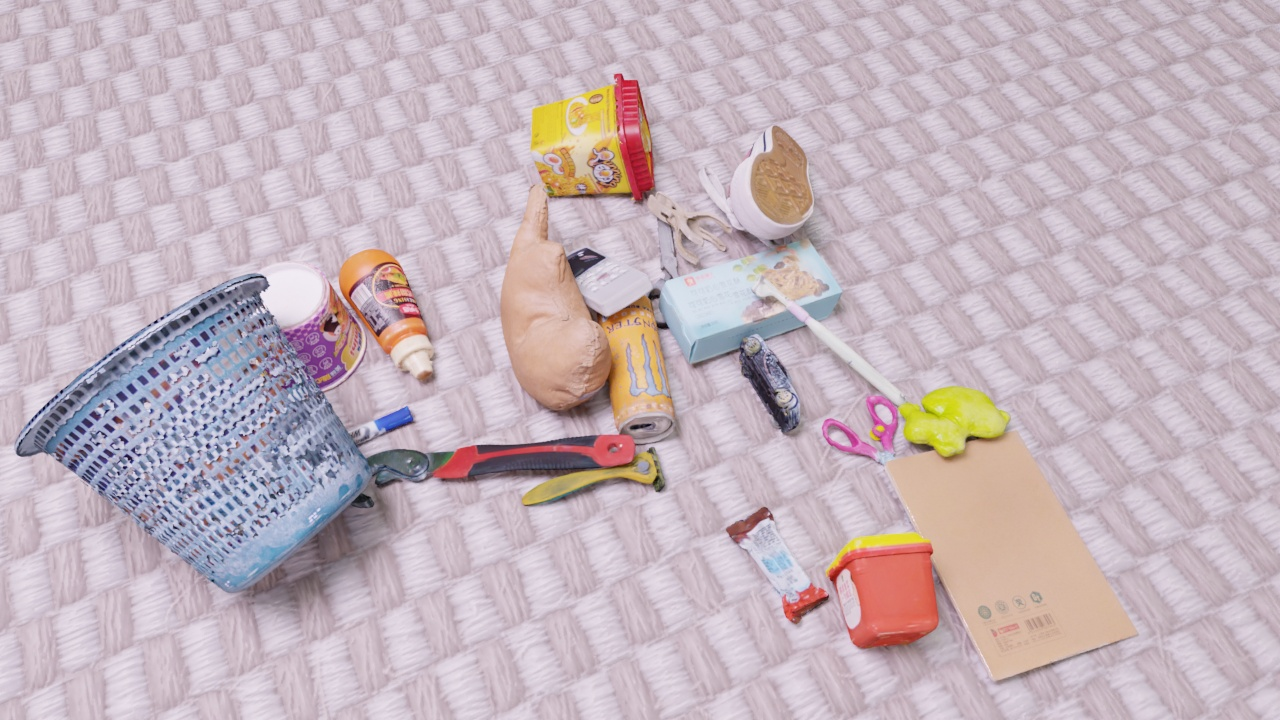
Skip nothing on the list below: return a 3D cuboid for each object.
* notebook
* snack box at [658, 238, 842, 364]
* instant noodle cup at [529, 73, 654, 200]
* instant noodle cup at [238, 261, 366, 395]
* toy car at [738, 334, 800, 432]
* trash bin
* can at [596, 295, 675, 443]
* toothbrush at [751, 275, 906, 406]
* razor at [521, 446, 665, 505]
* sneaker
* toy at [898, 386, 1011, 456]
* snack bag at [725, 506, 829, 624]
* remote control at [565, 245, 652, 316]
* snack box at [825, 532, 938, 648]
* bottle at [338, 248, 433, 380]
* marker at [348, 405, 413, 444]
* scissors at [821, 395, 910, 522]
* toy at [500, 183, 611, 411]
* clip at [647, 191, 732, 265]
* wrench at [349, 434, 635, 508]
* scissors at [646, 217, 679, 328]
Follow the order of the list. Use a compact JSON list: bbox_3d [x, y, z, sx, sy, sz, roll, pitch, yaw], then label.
[{"bbox_3d":[0.326,0.165,0.819,0.147,0.008,0.207,-12,58,-15],"label":"notebook"},{"bbox_3d":[0.111,-0.062,0.935,0.174,0.052,0.074,-18,64,-18],"label":"snack box"},{"bbox_3d":[-0.054,-0.244,1.031,0.124,0.116,0.115,-7,57,8],"label":"instant noodle cup"},{"bbox_3d":[-0.335,-0.036,0.898,0.111,0.099,0.111,1,58,-2],"label":"instant noodle cup"},{"bbox_3d":[0.128,0.021,0.893,0.031,0.049,0.105,-21,61,-11],"label":"toy car"},{"bbox_3d":[-0.340,0.073,0.755,0.226,0.227,0.195,-42,100,-24],"label":"trash bin"},{"bbox_3d":[-0.005,0.005,0.897,0.058,0.058,0.145,-8,58,-5],"label":"can"},{"bbox_3d":[0.185,-0.017,0.894,0.189,0.020,0.029,39,37,-3],"label":"toothbrush"},{"bbox_3d":[-0.046,0.112,0.849,0.132,0.028,0.043,-13,62,-6],"label":"razor"},{"bbox_3d":[0.125,-0.177,0.983,0.118,0.088,0.240,40,31,-12],"label":"sneaker"},{"bbox_3d":[0.298,0.054,0.876,0.097,0.031,0.099,24,46,21],"label":"toy"},{"bbox_3d":[0.121,0.178,0.806,0.045,0.026,0.105,-30,61,-8],"label":"snack bag"},{"bbox_3d":[-0.046,-0.084,0.931,0.058,0.021,0.150,-33,31,-16],"label":"remote control"},{"bbox_3d":[0.201,0.193,0.762,0.082,0.091,0.080,-4,65,-3],"label":"snack box"},{"bbox_3d":[-0.250,-0.043,0.928,0.066,0.067,0.149,-27,69,-17],"label":"bottle"},{"bbox_3d":[-0.287,0.079,0.872,0.145,0.017,0.017,-24,61,-15],"label":"marker"},{"bbox_3d":[0.225,0.093,0.867,0.108,0.017,0.135,-6,59,-13],"label":"scissors"},{"bbox_3d":[-0.095,-0.060,0.891,0.082,0.144,0.225,-5,64,-37],"label":"toy"},{"bbox_3d":[0.060,-0.150,1.007,0.095,0.035,0.102,-7,47,-21],"label":"clip"},{"bbox_3d":[-0.141,0.095,0.849,0.273,0.016,0.056,-8,51,1],"label":"wrench"},{"bbox_3d":[0.022,-0.106,0.994,0.132,0.014,0.175,-33,64,-20],"label":"scissors"}]
